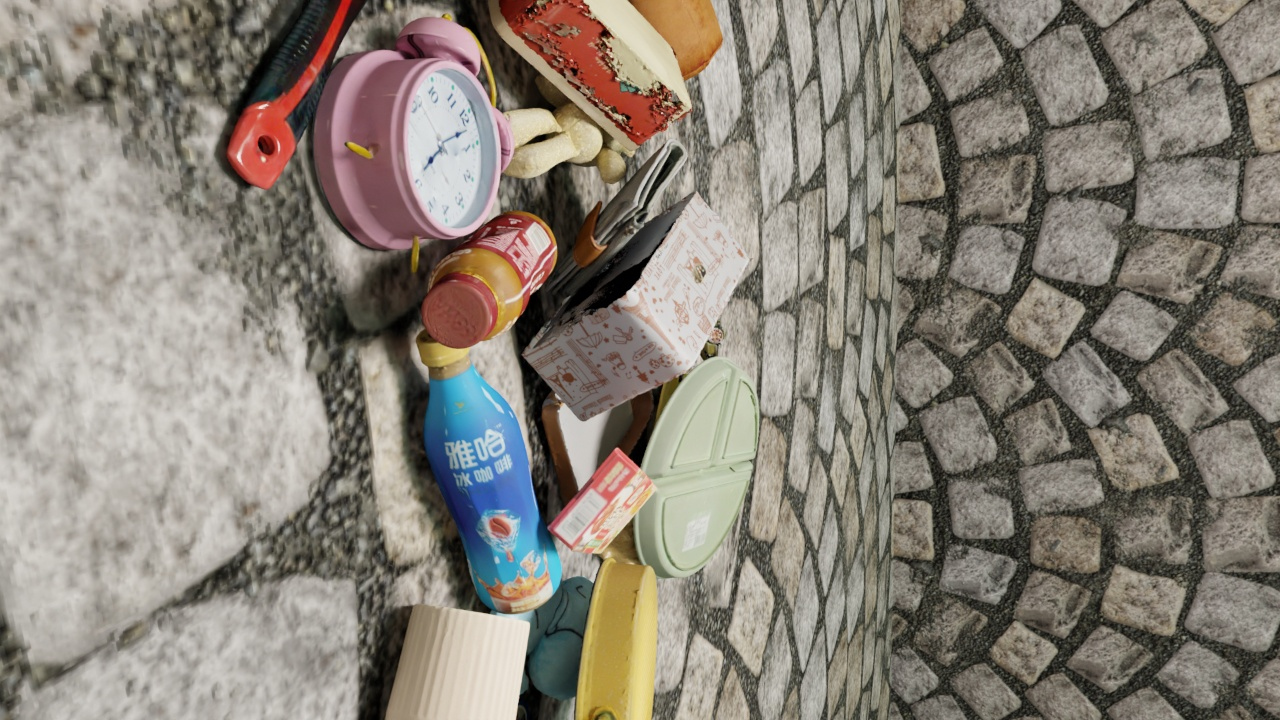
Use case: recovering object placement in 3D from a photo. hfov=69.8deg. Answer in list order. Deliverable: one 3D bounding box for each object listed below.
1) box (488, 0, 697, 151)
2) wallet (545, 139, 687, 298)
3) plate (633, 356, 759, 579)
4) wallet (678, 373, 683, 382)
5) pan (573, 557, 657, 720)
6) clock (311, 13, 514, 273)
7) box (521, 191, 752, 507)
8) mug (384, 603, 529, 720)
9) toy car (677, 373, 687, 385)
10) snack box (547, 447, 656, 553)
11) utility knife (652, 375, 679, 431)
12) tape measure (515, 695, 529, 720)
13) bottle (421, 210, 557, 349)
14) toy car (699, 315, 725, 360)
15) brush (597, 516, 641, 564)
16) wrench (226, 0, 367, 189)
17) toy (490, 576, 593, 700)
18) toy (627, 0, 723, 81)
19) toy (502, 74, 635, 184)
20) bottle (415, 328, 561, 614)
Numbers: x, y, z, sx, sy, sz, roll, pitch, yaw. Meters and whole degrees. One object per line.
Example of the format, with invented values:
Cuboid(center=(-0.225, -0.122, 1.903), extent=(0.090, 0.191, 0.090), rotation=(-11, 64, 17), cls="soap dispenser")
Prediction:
Cuboid(center=(-0.029, -0.239, 0.674), extent=(0.168, 0.076, 0.091), rotation=(30, 39, -48), cls="box")
Cuboid(center=(-0.024, -0.113, 0.743), extent=(0.037, 0.130, 0.106), rotation=(40, 44, -9), cls="wallet")
Cuboid(center=(0.064, 0.109, 0.911), extent=(0.229, 0.027, 0.230), rotation=(-32, 129, -50), cls="plate")
Cuboid(center=(0.028, -0.040, 0.966), extent=(0.090, 0.033, 0.115), rotation=(33, 62, -67), cls="wallet")
Cuboid(center=(-0.044, 0.260, 0.643), extent=(0.357, 0.078, 0.198), rotation=(-24, 116, -82), cls="pan")
Cuboid(center=(-0.127, -0.138, 0.556), extent=(0.117, 0.060, 0.158), rotation=(69, 31, -45), cls="clock")
Cuboid(center=(-0.017, -0.005, 0.790), extent=(0.178, 0.134, 0.271), rotation=(-58, 174, -48), cls="box")
Cuboid(center=(-0.120, 0.221, 0.605), extent=(0.115, 0.081, 0.105), rotation=(108, -8, -72), cls="mug")
Cuboid(center=(0.038, 0.061, 0.988), extent=(0.032, 0.048, 0.105), rotation=(26, 65, -29), cls="toy car")
Cuboid(center=(-0.025, 0.112, 0.705), extent=(0.075, 0.025, 0.153), rotation=(-48, 168, -6), cls="snack box")
Cuboid(center=(0.021, 0.067, 0.943), extent=(0.030, 0.021, 0.205), rotation=(-14, 125, -54), cls="utility knife")
Cuboid(center=(-0.108, 0.281, 0.696), extent=(0.058, 0.025, 0.054), rotation=(-59, 146, -41), cls="tape measure")
Cuboid(center=(-0.094, -0.053, 0.583), extent=(0.174, 0.057, 0.057), rotation=(-76, 162, -70), cls="bottle")
Cuboid(center=(0.072, -0.073, 1.034), extent=(0.070, 0.042, 0.158), rotation=(-138, -134, -81), cls="toy car")
Cuboid(center=(0.039, 0.139, 0.947), extent=(0.253, 0.046, 0.083), rotation=(-24, 112, -50), cls="brush")
Cuboid(center=(-0.167, -0.212, 0.509), extent=(0.056, 0.016, 0.272), rotation=(48, 49, -56), cls="wrench")
Cuboid(center=(-0.069, 0.222, 0.746), extent=(0.161, 0.050, 0.156), rotation=(-58, 139, -56), cls="toy")
Cuboid(center=(-0.001, -0.329, 0.756), extent=(0.140, 0.130, 0.200), rotation=(-44, 145, -18), cls="toy")
Cuboid(center=(-0.060, -0.172, 0.719), extent=(0.105, 0.066, 0.156), rotation=(49, 32, 5), cls="toy")
Cuboid(center=(-0.106, 0.075, 0.624), extent=(0.065, 0.065, 0.219), rotation=(-55, 141, -51), cls="bottle")
